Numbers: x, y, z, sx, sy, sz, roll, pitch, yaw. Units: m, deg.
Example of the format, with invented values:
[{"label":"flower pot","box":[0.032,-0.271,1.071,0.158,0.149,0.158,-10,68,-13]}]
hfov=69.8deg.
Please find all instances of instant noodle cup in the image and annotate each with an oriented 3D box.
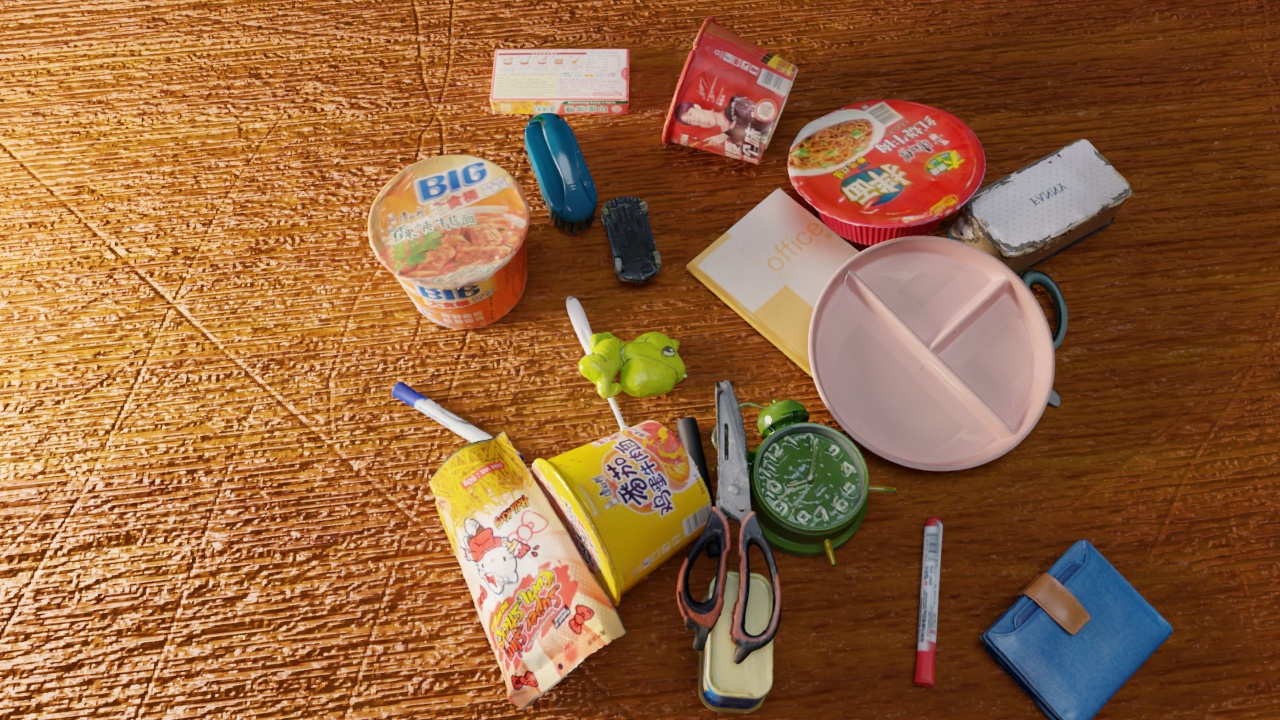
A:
[{"label":"instant noodle cup","box":[0.096,-0.276,0.972,0.108,0.138,0.137,22,66,2]},{"label":"instant noodle cup","box":[-0.177,-0.108,0.899,0.151,0.112,0.151,0,64,0]},{"label":"instant noodle cup","box":[-0.013,0.121,0.779,0.109,0.138,0.138,-28,67,-21]},{"label":"instant noodle cup","box":[0.249,-0.185,0.944,0.194,0.066,0.193,-5,53,7]}]

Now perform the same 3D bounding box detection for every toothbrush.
[{"label":"toothbrush","box":[-0.039,0.009,0.893,0.016,0.016,0.180,-18,65,-11]}]

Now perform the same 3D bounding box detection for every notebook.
[{"label":"notebook","box":[0.169,-0.074,0.935,0.145,0.010,0.206,-40,71,-18]}]

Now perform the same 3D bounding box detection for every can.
[{"label":"can","box":[0.078,0.229,0.747,0.057,0.083,0.102,3,64,2]}]

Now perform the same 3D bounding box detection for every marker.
[{"label":"marker","box":[-0.174,0.061,0.869,0.146,0.017,0.016,29,67,14]},{"label":"marker","box":[0.250,0.206,0.794,0.017,0.017,0.145,10,64,5]},{"label":"marker","box":[0.057,0.114,0.839,0.022,0.020,0.132,-3,63,-20]}]

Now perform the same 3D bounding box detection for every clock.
[{"label":"clock","box":[0.136,0.101,0.824,0.161,0.056,0.116,38,69,18]}]

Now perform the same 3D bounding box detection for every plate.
[{"label":"plate","box":[0.272,-0.008,0.868,0.229,0.028,0.229,0,75,0]}]

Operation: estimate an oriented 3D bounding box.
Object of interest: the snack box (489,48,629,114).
[{"label":"snack box","box":[-0.091,-0.320,1.049,0.156,0.027,0.077,0,64,1]}]

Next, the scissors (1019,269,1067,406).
[{"label":"scissors","box":[0.343,-0.029,0.901,0.174,0.019,0.169,26,71,8]}]

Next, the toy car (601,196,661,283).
[{"label":"toy car","box":[-0.010,-0.123,0.949,0.049,0.031,0.105,-11,63,-4]}]

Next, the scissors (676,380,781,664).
[{"label":"scissors","box":[0.060,0.119,0.732,0.182,0.015,0.209,-34,75,-15]}]

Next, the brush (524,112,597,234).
[{"label":"brush","box":[-0.084,-0.207,0.968,0.055,0.074,0.143,-15,64,-12]}]

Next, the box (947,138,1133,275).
[{"label":"box","box":[0.415,-0.157,0.946,0.184,0.064,0.089,-25,67,-13]}]

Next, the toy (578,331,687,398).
[{"label":"toy","box":[-0.005,0.005,0.880,0.100,0.031,0.096,23,54,0]}]

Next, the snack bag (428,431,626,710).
[{"label":"snack bag","box":[-0.106,0.173,0.777,0.129,0.073,0.207,-43,61,22]}]

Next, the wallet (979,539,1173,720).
[{"label":"wallet","box":[0.366,0.229,0.771,0.133,0.040,0.106,-36,73,-16]}]
